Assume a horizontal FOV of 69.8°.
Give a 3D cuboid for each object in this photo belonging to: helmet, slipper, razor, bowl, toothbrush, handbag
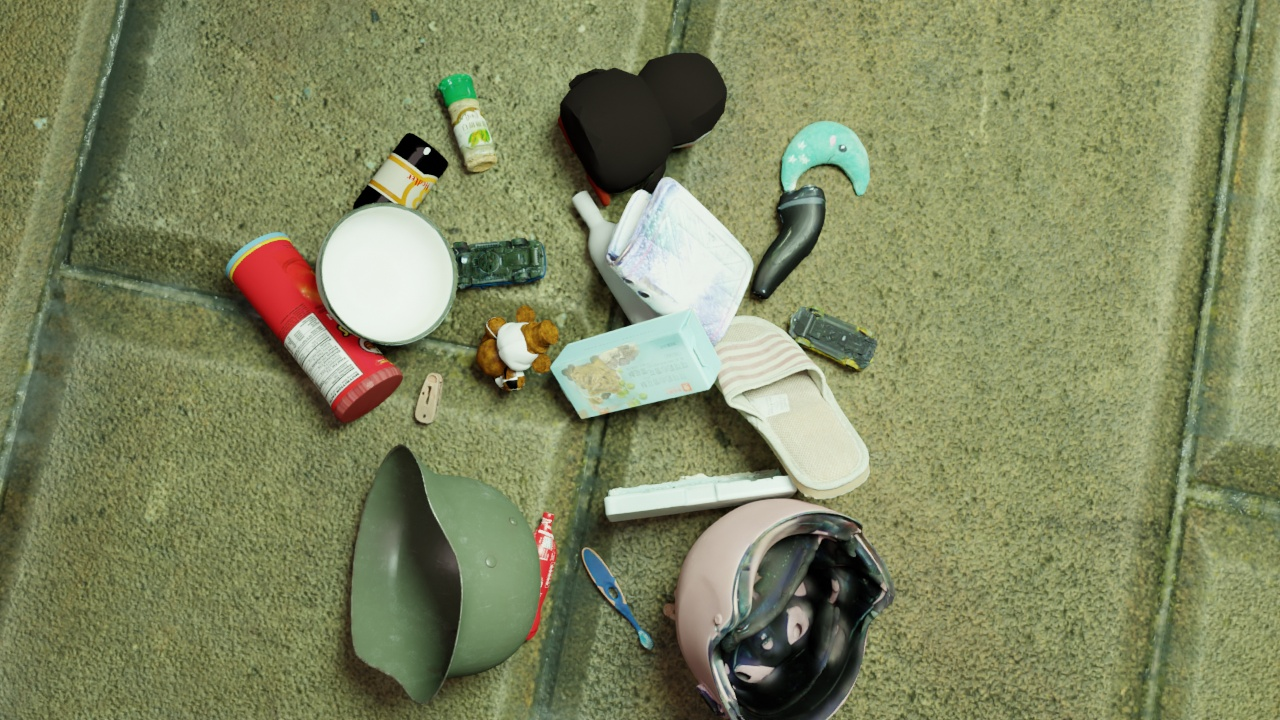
[{"bbox_3d":[0.131,0.259,0.945,0.229,0.153,0.255,-40,121,-23],"label":"helmet"},{"bbox_3d":[-0.187,0.224,0.948,0.153,0.267,0.227,13,120,-30],"label":"helmet"},{"bbox_3d":[0.145,0.035,0.965,0.115,0.052,0.262,-23,47,-10],"label":"slipper"},{"bbox_3d":[0.165,-0.137,1.052,0.064,0.053,0.140,32,87,15],"label":"razor"},{"bbox_3d":[-0.286,-0.093,1.008,0.153,0.073,0.153,0,90,-37],"label":"bowl"},{"bbox_3d":[-0.026,0.268,1.033,0.021,0.017,0.135,-34,85,-5],"label":"toothbrush"},{"bbox_3d":[0.039,-0.102,1.000,0.158,0.069,0.126,40,59,-28],"label":"handbag"}]

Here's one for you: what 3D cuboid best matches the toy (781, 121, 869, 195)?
[{"bbox_3d":[0.218,-0.236,1.072,0.105,0.033,0.085,2,95,0],"label":"toy"}]

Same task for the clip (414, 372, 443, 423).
[{"bbox_3d":[-0.241,0.042,1.051,0.026,0.050,0.060,18,57,2],"label":"clip"}]

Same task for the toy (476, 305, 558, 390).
[{"bbox_3d":[-0.136,-0.013,1.015,0.113,0.067,0.087,-23,83,33],"label":"toy"}]

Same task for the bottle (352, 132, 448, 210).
[{"bbox_3d":[-0.298,-0.173,1.058,0.059,0.059,0.181,35,86,4],"label":"bottle"}]

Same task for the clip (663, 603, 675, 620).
[{"bbox_3d":[0.054,0.286,1.030,0.061,0.050,0.026,15,81,-40],"label":"clip"}]

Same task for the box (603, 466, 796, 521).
[{"bbox_3d":[0.062,0.144,0.983,0.197,0.136,0.044,-6,86,0],"label":"box"}]

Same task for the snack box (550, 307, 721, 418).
[{"bbox_3d":[-0.006,0.006,0.988,0.175,0.053,0.075,-14,118,32],"label":"snack box"}]

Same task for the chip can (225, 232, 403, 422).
[{"bbox_3d":[-0.367,-0.037,1.033,0.087,0.087,0.213,-40,84,-3],"label":"chip can"}]

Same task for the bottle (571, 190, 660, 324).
[{"bbox_3d":[-0.020,-0.107,1.051,0.052,0.052,0.195,-31,85,-2],"label":"bottle"}]

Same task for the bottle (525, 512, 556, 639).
[{"bbox_3d":[-0.120,0.240,1.024,0.042,0.042,0.141,14,85,2],"label":"bottle"}]

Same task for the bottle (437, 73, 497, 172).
[{"bbox_3d":[-0.202,-0.278,1.075,0.043,0.043,0.111,-19,85,-1],"label":"bottle"}]

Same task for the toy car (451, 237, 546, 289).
[{"bbox_3d":[-0.167,-0.109,1.058,0.120,0.043,0.056,-4,84,3],"label":"toy car"}]

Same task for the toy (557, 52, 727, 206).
[{"bbox_3d":[0.010,-0.277,1.022,0.184,0.140,0.159,-28,85,-3],"label":"toy"}]

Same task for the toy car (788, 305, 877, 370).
[{"bbox_3d":[0.219,-0.026,1.051,0.107,0.030,0.049,26,87,1],"label":"toy car"}]
